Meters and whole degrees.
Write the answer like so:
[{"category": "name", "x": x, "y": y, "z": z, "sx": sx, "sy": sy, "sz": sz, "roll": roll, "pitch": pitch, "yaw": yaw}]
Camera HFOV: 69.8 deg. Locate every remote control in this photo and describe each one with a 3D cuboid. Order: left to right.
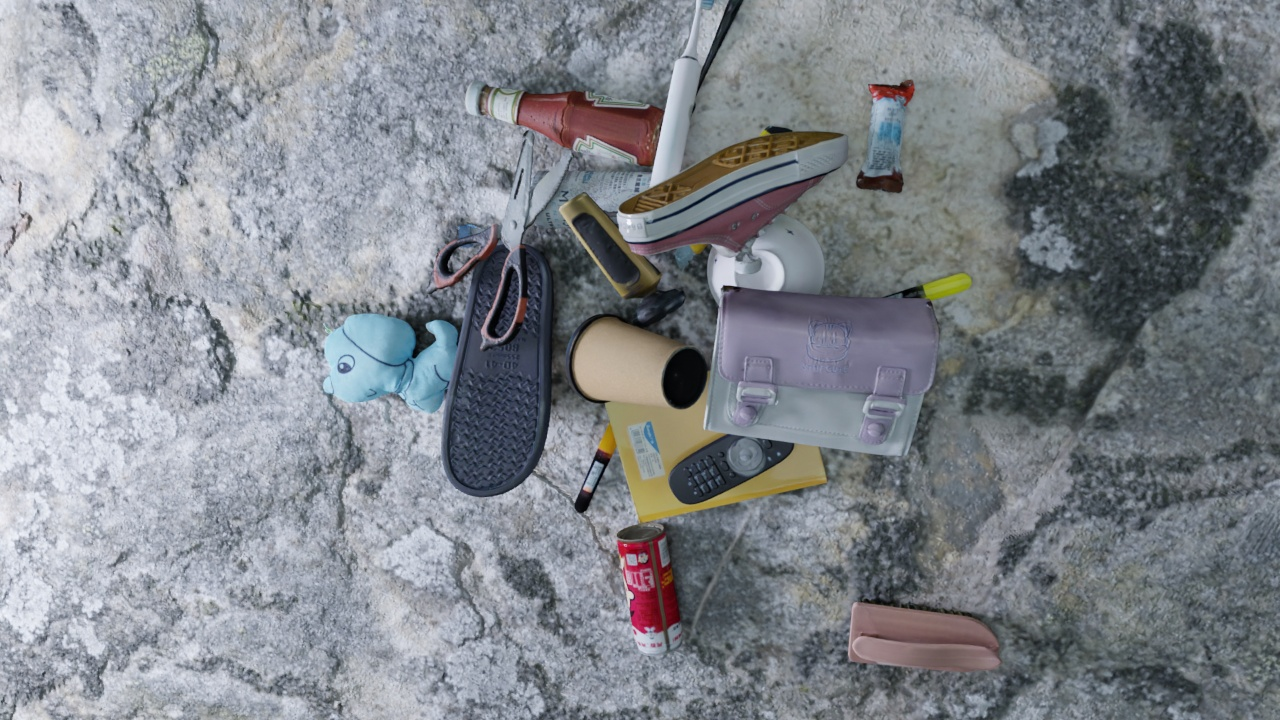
[{"category": "remote control", "x": 0.092, "y": 0.103, "z": 0.942, "sx": 0.136, "sy": 0.024, "sz": 0.053, "roll": -29, "pitch": 94, "yaw": 11}]

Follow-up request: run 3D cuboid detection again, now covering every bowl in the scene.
[{"category": "bowl", "x": 0.119, "y": -0.085, "z": 0.899, "sx": 0.118, "sy": 0.064, "sz": 0.118, "roll": 3, "pitch": 102, "yaw": 13}]

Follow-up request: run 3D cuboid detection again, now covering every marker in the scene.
[{"category": "marker", "x": -0.045, "y": 0.113, "z": 1.001, "sx": 0.018, "sy": 0.015, "sz": 0.124, "roll": 25, "pitch": 106, "yaw": 3}, {"category": "marker", "x": 0.260, "y": -0.061, "z": 0.898, "sx": 0.124, "sy": 0.015, "sz": 0.018, "roll": -17, "pitch": 95, "yaw": 18}]

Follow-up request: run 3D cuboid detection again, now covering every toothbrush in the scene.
[{"category": "toothbrush", "x": 0.041, "y": -0.256, "z": 0.878, "sx": 0.026, "sy": 0.027, "sz": 0.221, "roll": 12, "pitch": 84, "yaw": -4}, {"category": "toothbrush", "x": 0.077, "y": -0.316, "z": 0.892, "sx": 0.015, "sy": 0.018, "sz": 0.181, "roll": 28, "pitch": 104, "yaw": 10}]

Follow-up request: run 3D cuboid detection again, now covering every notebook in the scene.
[{"category": "notebook", "x": 0.078, "y": 0.082, "z": 0.959, "sx": 0.206, "sy": 0.010, "sz": 0.146, "roll": -15, "pitch": 97, "yaw": 10}]

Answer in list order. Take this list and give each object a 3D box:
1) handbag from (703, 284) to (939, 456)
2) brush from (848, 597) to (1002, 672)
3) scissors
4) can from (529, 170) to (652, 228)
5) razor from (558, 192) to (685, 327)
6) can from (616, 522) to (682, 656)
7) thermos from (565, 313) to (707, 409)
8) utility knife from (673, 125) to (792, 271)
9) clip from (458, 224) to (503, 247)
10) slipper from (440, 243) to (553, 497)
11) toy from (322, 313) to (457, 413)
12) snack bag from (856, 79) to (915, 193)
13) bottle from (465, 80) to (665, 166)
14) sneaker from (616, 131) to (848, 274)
[{"category": "handbag", "x": 0.164, "y": 0.008, "z": 0.861, "sx": 0.197, "sy": 0.098, "sz": 0.145, "roll": 6, "pitch": 123, "yaw": 4}, {"category": "brush", "x": 0.286, "y": 0.284, "z": 0.926, "sx": 0.146, "sy": 0.073, "sz": 0.063, "roll": 5, "pitch": 100, "yaw": 10}, {"category": "scissors", "x": -0.138, "y": -0.116, "z": 0.920, "sx": 0.225, "sy": 0.015, "sz": 0.189, "roll": -20, "pitch": 84, "yaw": 26}, {"category": "can", "x": -0.036, "y": -0.161, "z": 0.924, "sx": 0.147, "sy": 0.058, "sz": 0.058, "roll": 4, "pitch": 101, "yaw": 12}, {"category": "razor", "x": -0.021, "y": -0.098, "z": 0.905, "sx": 0.062, "sy": 0.067, "sz": 0.167, "roll": -29, "pitch": 122, "yaw": 20}, {"category": "can", "x": 0.011, "y": 0.247, "z": 0.992, "sx": 0.053, "sy": 0.053, "sz": 0.133, "roll": -8, "pitch": 99, "yaw": 14}, {"category": "thermos", "x": -0.005, "y": 0.005, "z": 0.902, "sx": 0.143, "sy": 0.092, "sz": 0.093, "roll": 12, "pitch": 105, "yaw": 46}, {"category": "utility knife", "x": 0.090, "y": -0.161, "z": 0.917, "sx": 0.033, "sy": 0.015, "sz": 0.178, "roll": 39, "pitch": 106, "yaw": 3}, {"category": "clip", "x": -0.165, "y": -0.132, "z": 0.980, "sx": 0.058, "sy": 0.044, "sz": 0.027, "roll": 5, "pitch": 95, "yaw": 3}, {"category": "slipper", "x": -0.138, "y": 0.012, "z": 0.977, "sx": 0.111, "sy": 0.083, "sz": 0.268, "roll": 6, "pitch": 83, "yaw": 8}, {"category": "toy", "x": -0.279, "y": 0.000, "z": 1.016, "sx": 0.156, "sy": 0.049, "sz": 0.161, "roll": 45, "pitch": 102, "yaw": -1}, {"category": "snack bag", "x": 0.232, "y": -0.213, "z": 0.869, "sx": 0.045, "sy": 0.026, "sz": 0.105, "roll": 5, "pitch": 102, "yaw": 3}, {"category": "bottle", "x": -0.075, "y": -0.243, "z": 0.919, "sx": 0.206, "sy": 0.059, "sz": 0.060, "roll": 15, "pitch": 103, "yaw": 11}, {"category": "sneaker", "x": 0.092, "y": -0.141, "z": 0.844, "sx": 0.240, "sy": 0.118, "sz": 0.088, "roll": -27, "pitch": 120, "yaw": -20}]
